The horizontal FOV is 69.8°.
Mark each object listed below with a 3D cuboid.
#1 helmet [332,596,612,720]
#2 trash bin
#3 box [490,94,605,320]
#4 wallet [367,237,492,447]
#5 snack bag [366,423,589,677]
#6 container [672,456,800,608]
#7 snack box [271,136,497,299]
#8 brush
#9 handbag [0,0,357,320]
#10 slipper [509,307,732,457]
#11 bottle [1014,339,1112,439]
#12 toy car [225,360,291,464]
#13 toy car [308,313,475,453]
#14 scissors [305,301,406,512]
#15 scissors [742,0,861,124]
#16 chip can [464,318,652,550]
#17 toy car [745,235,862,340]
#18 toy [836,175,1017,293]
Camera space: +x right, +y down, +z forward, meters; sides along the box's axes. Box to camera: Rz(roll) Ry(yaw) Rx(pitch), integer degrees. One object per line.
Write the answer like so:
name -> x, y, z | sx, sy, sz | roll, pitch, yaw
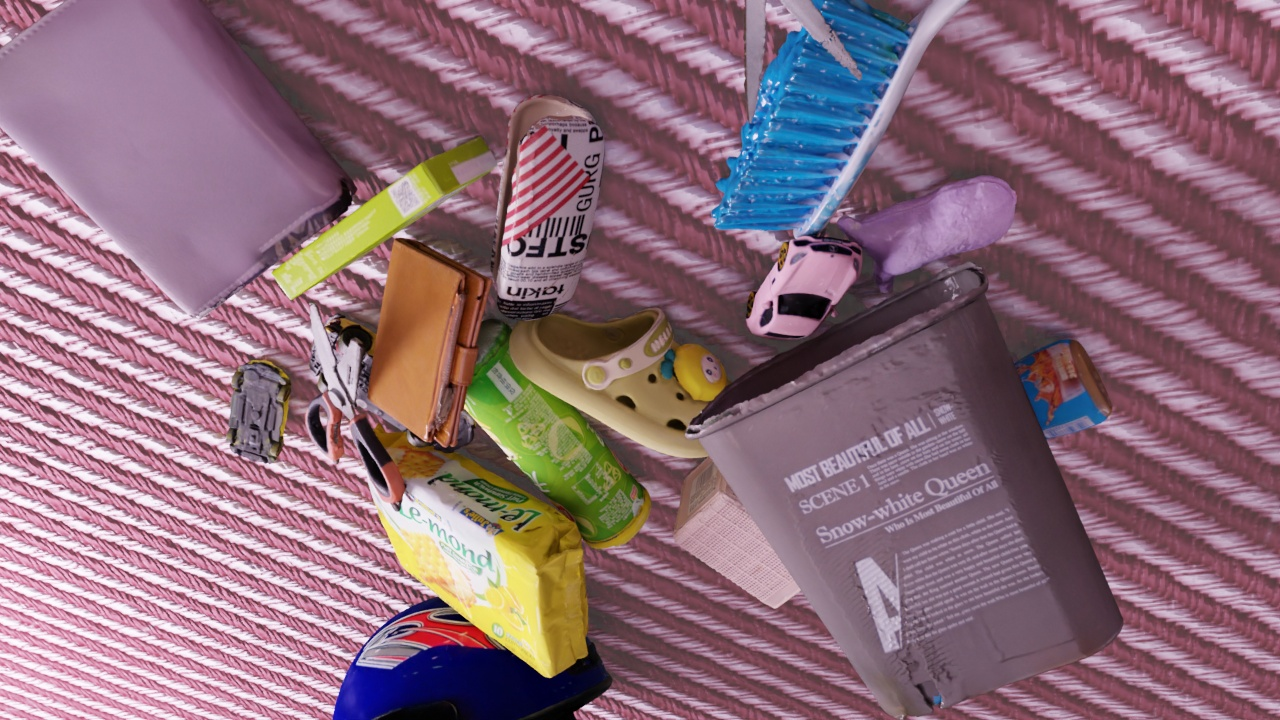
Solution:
helmet -> -0.140, 0.349, 0.889 | 0.316, 0.247, 0.240 | 2, 86, 16
trash bin -> 0.173, 0.079, 0.587 | 0.199, 0.198, 0.220 | -28, 90, 20
box -> -0.068, -0.108, 0.643 | 0.074, 0.081, 0.164 | -8, 133, -24
wallet -> -0.160, -0.014, 0.680 | 0.108, 0.031, 0.132 | 27, 111, 39
snack bag -> -0.141, 0.162, 0.810 | 0.247, 0.068, 0.158 | 25, 135, 30
container -> 0.095, 0.133, 0.773 | 0.111, 0.089, 0.090 | 32, 127, -12
snack box -> -0.178, -0.099, 0.637 | 0.157, 0.085, 0.026 | -26, 104, 28
brush -> 0.149, -0.194, 0.525 | 0.109, 0.060, 0.315 | 18, 128, -11
handbag -> -0.308, -0.150, 0.614 | 0.145, 0.098, 0.197 | -30, 118, 11
slipper -> -0.004, 0.004, 0.689 | 0.190, 0.091, 0.082 | 24, 126, -4
bottle -> 0.236, 0.055, 0.698 | 0.219, 0.065, 0.065 | -28, 119, 30
toy car -> -0.338, 0.044, 0.820 | 0.048, 0.032, 0.105 | 17, 118, -2
toy car -> -0.206, 0.023, 0.769 | 0.156, 0.041, 0.071 | 33, 130, -9
scissors -> -0.233, 0.044, 0.732 | 0.190, 0.015, 0.222 | 3, 124, 47
scissors -> 0.061, -0.225, 0.504 | 0.159, 0.014, 0.181 | 20, 112, 12
chip can -> -0.078, 0.063, 0.759 | 0.073, 0.072, 0.221 | -22, 121, 26
toy car -> 0.111, -0.045, 0.636 | 0.056, 0.037, 0.123 | 5, 155, -10
toy -> 0.196, -0.086, 0.609 | 0.108, 0.038, 0.084 | -22, 139, 22
